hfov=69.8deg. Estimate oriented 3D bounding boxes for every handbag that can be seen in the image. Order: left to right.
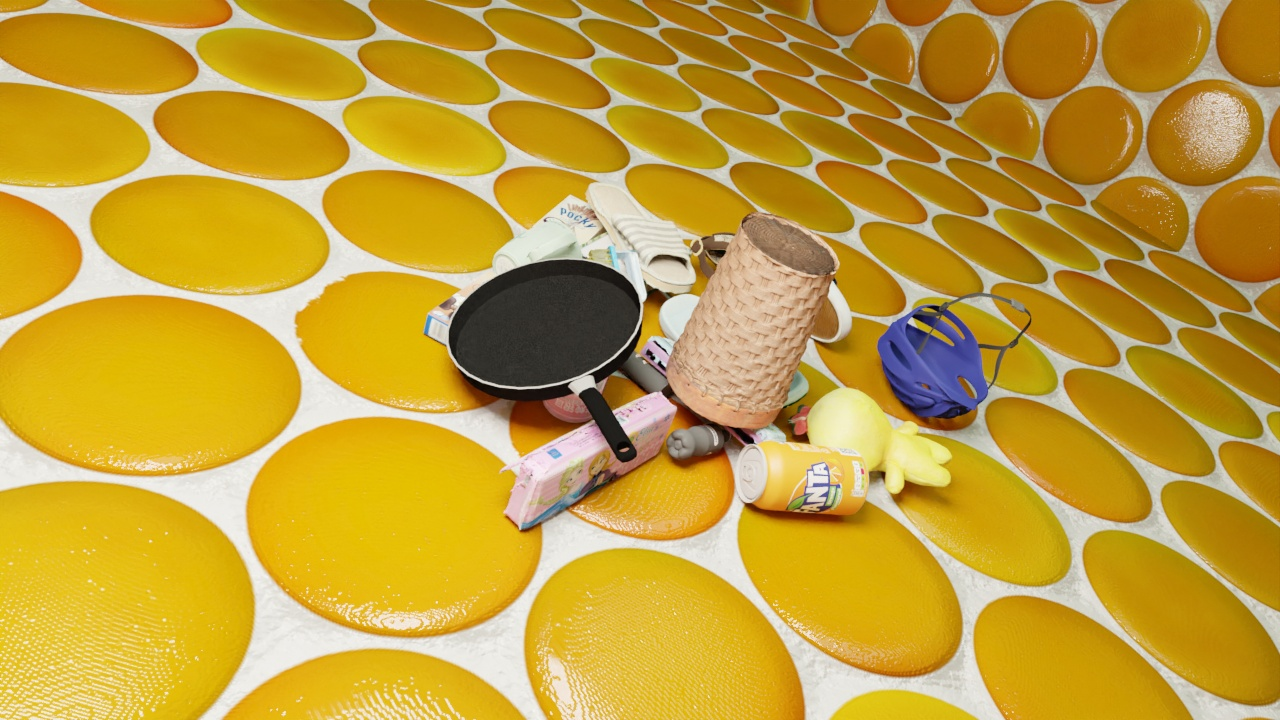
[{"bbox_3d":[0.149,-0.138,1.424,0.138,0.063,0.166,-4,51,-51],"label":"handbag"}]

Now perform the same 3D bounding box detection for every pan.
[{"bbox_3d":[-0.081,0.000,1.001,0.225,0.034,0.356,-22,44,-13],"label":"pan"}]

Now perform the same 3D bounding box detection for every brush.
[{"bbox_3d":[-0.030,-0.085,1.245,0.075,0.055,0.135,-3,69,-22],"label":"brush"}]

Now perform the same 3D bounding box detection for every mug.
[{"bbox_3d":[-0.135,-0.141,1.243,0.103,0.112,0.084,-32,95,-41],"label":"mug"}]

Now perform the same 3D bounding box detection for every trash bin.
[{"bbox_3d":[0.135,-0.045,1.063,0.151,0.211,0.151,16,35,-12],"label":"trash bin"}]

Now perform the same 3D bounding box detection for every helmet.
[{"bbox_3d":[0.451,-0.028,1.323,0.147,0.228,0.241,25,33,-15],"label":"helmet"}]

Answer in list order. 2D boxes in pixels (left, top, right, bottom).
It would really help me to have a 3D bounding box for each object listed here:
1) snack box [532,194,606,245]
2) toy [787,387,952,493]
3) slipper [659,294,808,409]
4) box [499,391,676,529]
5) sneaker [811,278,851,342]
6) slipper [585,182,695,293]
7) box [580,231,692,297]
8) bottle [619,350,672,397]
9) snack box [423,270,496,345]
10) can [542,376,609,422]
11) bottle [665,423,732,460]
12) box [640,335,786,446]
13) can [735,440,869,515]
[{"bbox_3d":[-0.105,-0.208,1.429,0.082,0.026,0.149,26,34,5],"label":"snack box"},{"bbox_3d":[0.297,0.101,1.174,0.207,0.092,0.133,27,36,2],"label":"toy"},{"bbox_3d":[0.117,-0.019,1.231,0.103,0.074,0.245,-31,55,-26],"label":"slipper"},{"bbox_3d":[-0.061,0.090,0.983,0.077,0.085,0.229,37,36,24],"label":"box"},{"bbox_3d":[0.279,-0.132,1.482,0.127,0.121,0.294,-8,40,-20],"label":"sneaker"},{"bbox_3d":[0.000,-0.194,1.364,0.114,0.054,0.272,6,36,-35],"label":"slipper"},{"bbox_3d":[-0.013,-0.147,1.380,0.117,0.050,0.204,34,35,11],"label":"box"},{"bbox_3d":[-0.007,0.007,1.180,0.113,0.030,0.030,41,37,25],"label":"bottle"},{"bbox_3d":[-0.194,-0.057,1.155,0.087,0.034,0.150,28,34,8],"label":"snack box"},{"bbox_3d":[-0.074,0.025,1.072,0.067,0.076,0.067,15,34,-11],"label":"can"},{"bbox_3d":[0.074,0.095,1.092,0.036,0.036,0.109,43,27,28],"label":"bottle"},{"bbox_3d":[0.091,0.042,1.156,0.214,0.036,0.076,41,9,24],"label":"box"},{"bbox_3d":[0.189,0.137,1.068,0.142,0.079,0.079,8,36,-22],"label":"can"}]
